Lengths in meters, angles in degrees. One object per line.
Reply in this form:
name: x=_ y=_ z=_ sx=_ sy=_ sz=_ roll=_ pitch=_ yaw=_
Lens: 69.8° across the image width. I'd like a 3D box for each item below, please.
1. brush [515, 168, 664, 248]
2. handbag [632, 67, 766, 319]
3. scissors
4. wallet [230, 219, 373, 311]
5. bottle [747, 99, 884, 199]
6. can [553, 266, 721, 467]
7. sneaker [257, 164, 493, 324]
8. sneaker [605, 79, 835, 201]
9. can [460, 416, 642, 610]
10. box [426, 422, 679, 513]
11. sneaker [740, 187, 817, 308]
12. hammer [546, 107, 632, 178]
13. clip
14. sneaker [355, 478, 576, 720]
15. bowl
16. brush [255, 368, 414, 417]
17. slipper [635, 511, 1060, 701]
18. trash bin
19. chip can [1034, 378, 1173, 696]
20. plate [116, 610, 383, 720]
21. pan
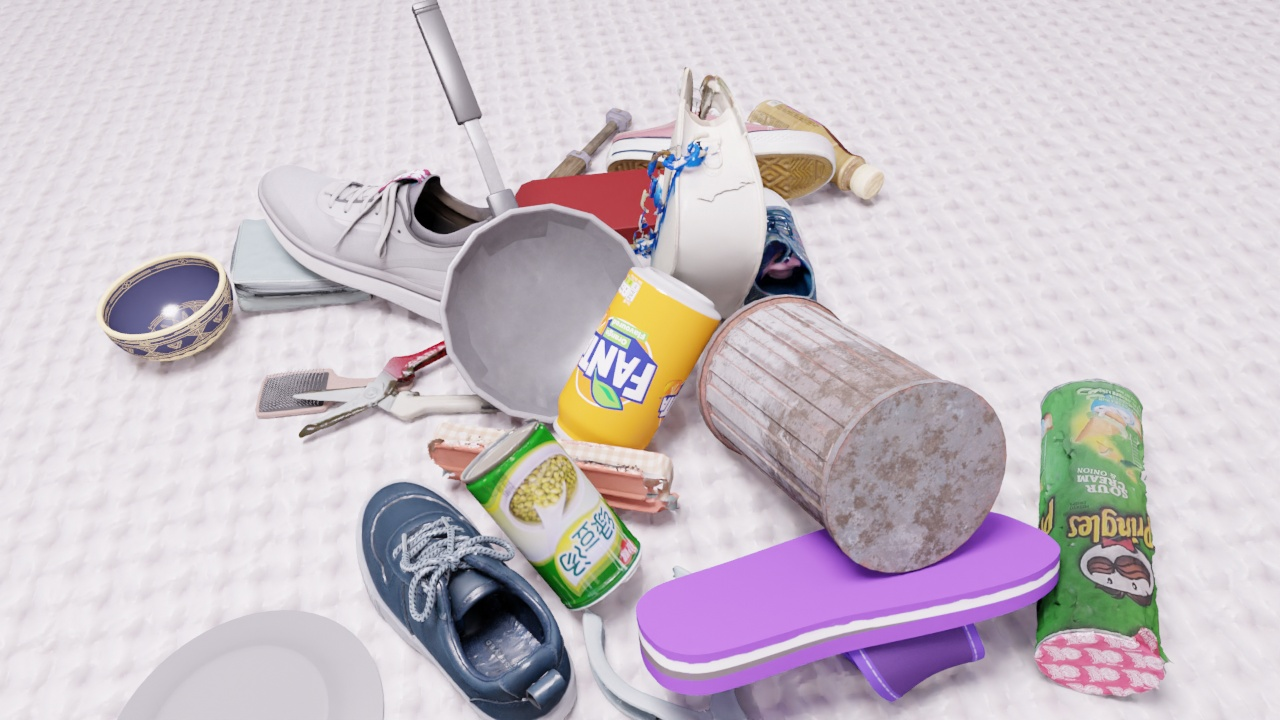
brush: x=-0.038 y=-0.143 z=0.911 sx=0.173 sy=0.042 sz=0.082 roll=-9 pitch=53 yaw=-16
handbag: x=0.039 y=-0.144 z=0.790 sx=0.093 sy=0.201 sz=0.199 roll=-1 pitch=69 yaw=-7
scissors: x=-0.186 y=0.020 z=0.786 sx=0.179 sy=0.015 sz=0.193 roll=25 pitch=59 yaw=16
wallet: x=-0.326 y=-0.096 z=0.897 sx=0.131 sy=0.054 sz=0.100 roll=-6 pitch=53 yaw=-5
bottle: x=0.186 y=-0.221 z=0.975 sx=0.059 sy=0.060 sz=0.166 roll=-32 pitch=52 yaw=-25
can: x=-0.004 y=0.004 z=0.704 sx=0.079 sy=0.142 sz=0.079 roll=29 pitch=11 yaw=-6
sneaker: x=-0.232 y=-0.131 z=0.830 sx=0.263 sy=0.129 sz=0.096 roll=26 pitch=42 yaw=7
sneaker: x=0.084 y=-0.223 z=0.954 sx=0.241 sy=0.118 sz=0.087 roll=5 pitch=63 yaw=17
can: x=-0.059 y=0.105 z=0.622 sx=0.067 sy=0.121 sz=0.067 roll=-36 pitch=12 yaw=8
box: x=-0.063 y=0.084 z=0.683 sx=0.187 sy=0.083 sz=0.043 roll=9 pitch=49 yaw=10
sneaker: x=0.115 y=-0.097 z=0.844 sx=0.087 sy=0.079 sz=0.235 roll=-4 pitch=45 yaw=0
hammer: x=-0.089 y=-0.186 z=0.985 sx=0.147 sy=0.028 sz=0.315 roll=22 pitch=51 yaw=17
clip: x=0.053 y=0.198 z=0.593 sx=0.141 sy=0.029 sz=0.171 roll=-29 pitch=51 yaw=-21
sneaker: x=-0.125 y=0.149 z=0.611 sx=0.089 sy=0.087 sz=0.235 roll=-34 pitch=53 yaw=-26
bowl: x=-0.424 y=-0.040 z=0.838 sx=0.112 sy=0.061 sz=0.112 roll=-4 pitch=47 yaw=4
brush: x=-0.266 y=0.022 z=0.800 sx=0.135 sy=0.015 sz=0.049 roll=-6 pitch=46 yaw=-2
slipper: x=0.130 y=0.169 z=0.578 sx=0.266 sy=0.084 sz=0.107 roll=-11 pitch=19 yaw=-15
trash bin: x=0.130 y=0.038 z=0.630 sx=0.130 sy=0.131 sz=0.211 roll=-17 pitch=22 yaw=-13
chip can: x=0.311 y=0.109 z=0.628 sx=0.075 sy=0.076 sz=0.222 roll=10 pitch=47 yaw=14
plate: x=-0.255 y=0.238 z=0.587 sx=0.178 sy=0.012 sz=0.178 roll=-2 pitch=45 yaw=2
pan: x=-0.110 y=-0.121 z=0.754 sx=0.178 sy=0.357 sz=0.041 roll=-23 pitch=5 yaw=-16
